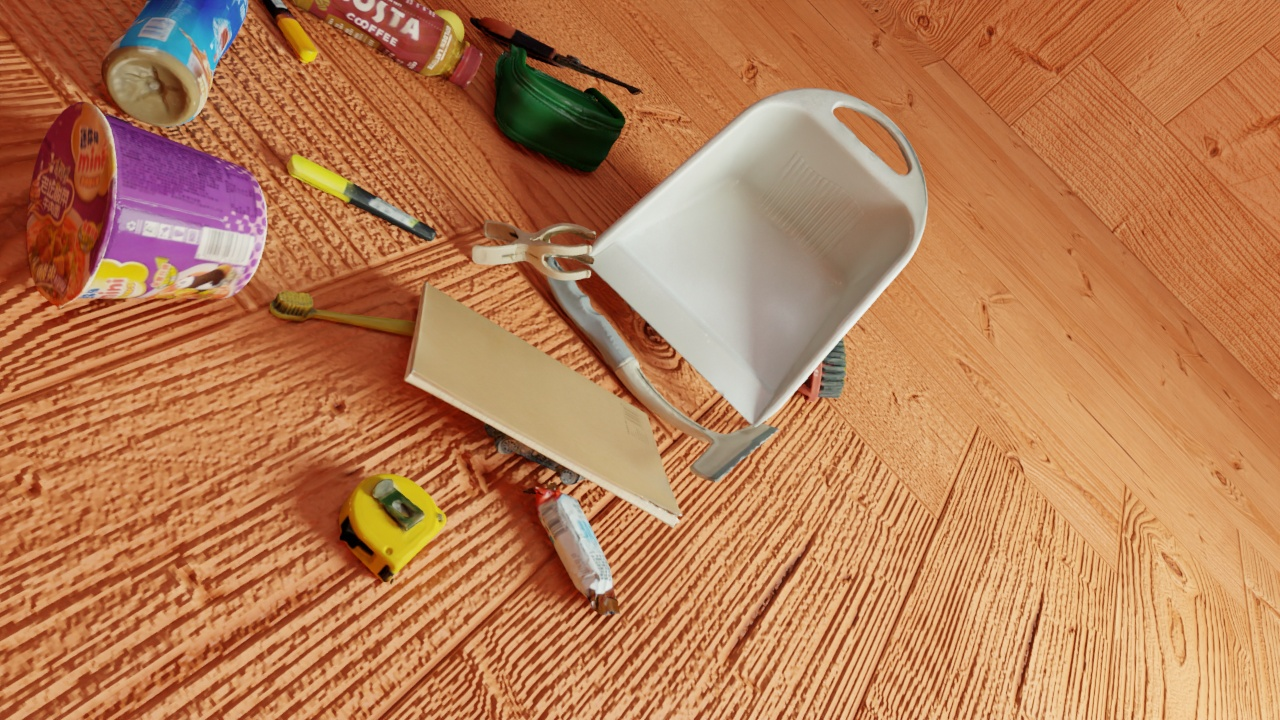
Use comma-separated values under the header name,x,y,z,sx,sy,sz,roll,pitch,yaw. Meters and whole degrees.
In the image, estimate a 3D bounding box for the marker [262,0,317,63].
name,x,y,z,sx,sy,sz,roll,pitch,yaw
marker,-0.317,-0.306,0.803,0.018,0.015,0.124,-13,62,-52

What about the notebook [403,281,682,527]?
name,x,y,z,sx,sy,sz,roll,pitch,yaw
notebook,-0.067,0.027,0.657,0.211,0.012,0.149,32,18,-22

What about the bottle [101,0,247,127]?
name,x,y,z,sx,sy,sz,roll,pitch,yaw
bottle,-0.338,-0.260,0.692,0.065,0.065,0.218,23,39,-27

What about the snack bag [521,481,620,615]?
name,x,y,z,sx,sy,sz,roll,pitch,yaw
snack bag,-0.044,0.126,0.626,0.105,0.026,0.045,59,8,21

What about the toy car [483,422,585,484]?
name,x,y,z,sx,sy,sz,roll,pitch,yaw
toy car,-0.070,0.055,0.662,0.090,0.034,0.043,31,21,-21

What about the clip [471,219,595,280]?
name,x,y,z,sx,sy,sz,roll,pitch,yaw
clip,-0.089,-0.095,0.772,0.101,0.035,0.075,10,42,3

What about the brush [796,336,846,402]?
name,x,y,z,sx,sy,sz,roll,pitch,yaw
brush,0.176,-0.014,0.967,0.069,0.063,0.145,7,43,1

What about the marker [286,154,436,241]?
name,x,y,z,sx,sy,sz,roll,pitch,yaw
marker,-0.217,-0.125,0.721,0.124,0.015,0.018,27,40,-28

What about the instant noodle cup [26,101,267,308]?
name,x,y,z,sx,sy,sz,roll,pitch,yaw
instant noodle cup,-0.285,-0.083,0.538,0.099,0.112,0.111,4,51,-54

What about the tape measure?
name,x,y,z,sx,sy,sz,roll,pitch,yaw
tape measure,-0.150,0.095,0.552,0.057,0.029,0.059,44,35,1

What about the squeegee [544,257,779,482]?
name,x,y,z,sx,sy,sz,roll,pitch,yaw
squeegee,-0.005,0.005,0.781,0.246,0.039,0.246,44,16,10

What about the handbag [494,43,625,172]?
name,x,y,z,sx,sy,sz,roll,pitch,yaw
handbag,-0.086,-0.262,0.941,0.131,0.068,0.120,15,39,-33

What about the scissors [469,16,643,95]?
name,x,y,z,sx,sy,sz,roll,pitch,yaw
scissors,-0.090,-0.315,0.944,0.176,0.015,0.210,23,8,-29

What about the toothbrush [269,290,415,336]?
name,x,y,z,sx,sy,sz,roll,pitch,yaw
toothbrush,-0.170,-0.027,0.665,0.189,0.017,0.015,9,49,-39

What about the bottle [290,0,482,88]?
name,x,y,z,sx,sy,sz,roll,pitch,yaw
bottle,-0.233,-0.315,0.857,0.174,0.058,0.057,25,40,-25

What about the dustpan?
name,x,y,z,sx,sy,sz,roll,pitch,yaw
dustpan,0.126,-0.119,0.821,0.222,0.143,0.257,44,56,5

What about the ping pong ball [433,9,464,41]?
name,x,y,z,sx,sy,sz,roll,pitch,yaw
ping pong ball,-0.198,-0.332,0.924,0.040,0.040,0.040,26,39,-24
